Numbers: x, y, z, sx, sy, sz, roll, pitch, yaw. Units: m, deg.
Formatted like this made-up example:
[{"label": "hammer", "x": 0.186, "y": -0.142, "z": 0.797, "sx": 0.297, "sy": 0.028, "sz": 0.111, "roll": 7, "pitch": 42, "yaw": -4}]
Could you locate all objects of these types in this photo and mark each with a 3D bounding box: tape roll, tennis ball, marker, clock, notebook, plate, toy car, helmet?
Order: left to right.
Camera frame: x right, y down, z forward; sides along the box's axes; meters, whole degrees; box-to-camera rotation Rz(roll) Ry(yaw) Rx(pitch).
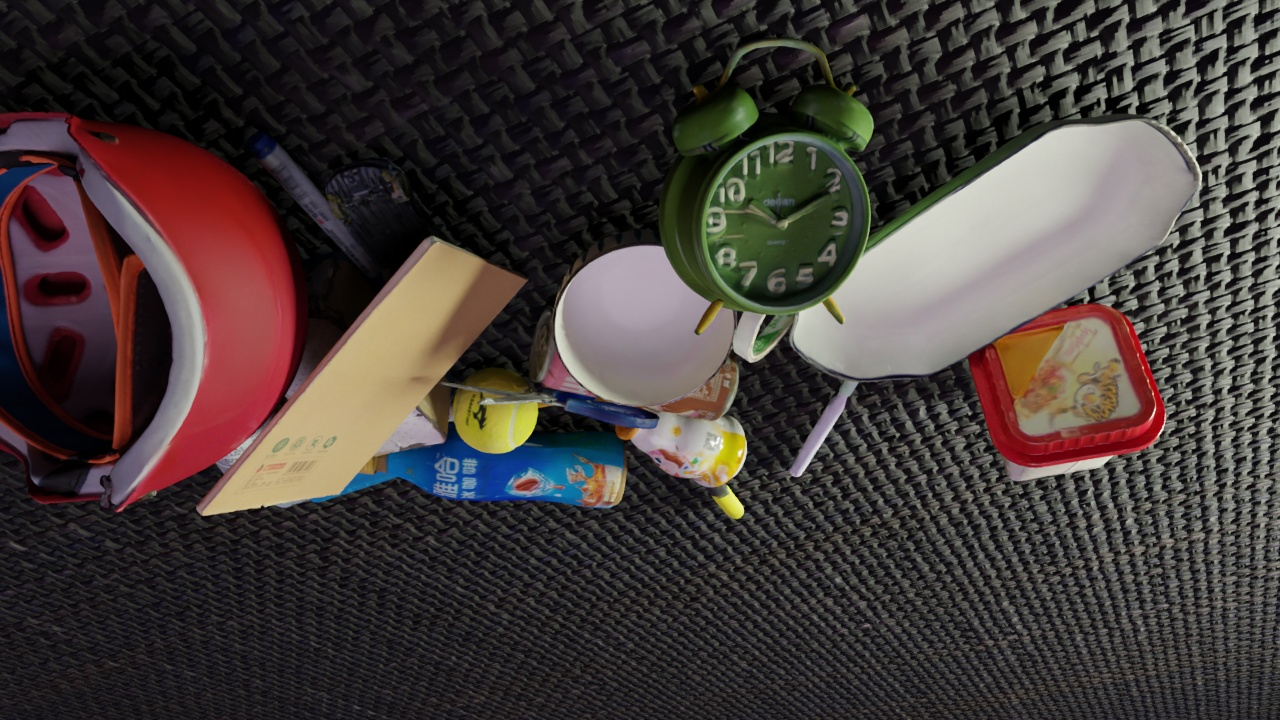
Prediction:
[{"label": "helmet", "x": -0.289, "y": -0.033, "z": 0.521, "sx": 0.240, "sy": 0.143, "sz": 0.207, "roll": 7, "pitch": 106, "yaw": 28}, {"label": "marker", "x": -0.192, "y": -0.086, "z": 0.575, "sx": 0.017, "sy": 0.016, "sz": 0.146, "roll": -15, "pitch": 141, "yaw": 15}, {"label": "notebook", "x": -0.164, "y": 0.014, "z": 0.573, "sx": 0.208, "sy": 0.008, "sz": 0.147, "roll": -48, "pitch": 168, "yaw": 7}, {"label": "toy car", "x": -0.151, "y": -0.083, "z": 0.570, "sx": 0.049, "sy": 0.031, "sz": 0.106, "roll": -12, "pitch": 140, "yaw": 12}, {"label": "tennis ball", "x": -0.111, "y": 0.038, "z": 0.701, "sx": 0.065, "sy": 0.065, "sz": 0.066, "roll": -2, "pitch": 143, "yaw": -2}, {"label": "marker", "x": 0.068, "y": 0.114, "z": 0.857, "sx": 0.018, "sy": 0.015, "sz": 0.124, "roll": -19, "pitch": 137, "yaw": 18}, {"label": "clock", "x": 0.073, "y": -0.097, "z": 0.517, "sx": 0.116, "sy": 0.056, "sz": 0.161, "roll": -5, "pitch": 108, "yaw": -13}, {"label": "tape roll", "x": 0.091, "y": -0.038, "z": 0.612, "sx": 0.014, "sy": 0.085, "sz": 0.086, "roll": 35, "pitch": 146, "yaw": 19}, {"label": "plate", "x": 0.219, "y": -0.070, "z": 0.604, "sx": 0.162, "sy": 0.034, "sz": 0.267, "roll": 23, "pitch": 135, "yaw": -35}]

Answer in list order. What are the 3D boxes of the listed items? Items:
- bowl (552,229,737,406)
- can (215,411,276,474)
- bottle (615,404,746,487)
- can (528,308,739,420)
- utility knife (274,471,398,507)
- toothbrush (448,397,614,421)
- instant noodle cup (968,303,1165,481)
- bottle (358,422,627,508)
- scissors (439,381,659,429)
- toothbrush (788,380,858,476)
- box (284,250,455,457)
[{"label": "bowl", "x": 0.001, "y": -0.035, "z": 0.601, "sx": 0.116, "sy": 0.066, "sz": 0.117, "roll": -1, "pitch": 118, "yaw": -2}, {"label": "can", "x": -0.312, "y": 0.044, "z": 0.701, "sx": 0.058, "sy": 0.058, "sz": 0.147, "roll": -3, "pitch": 142, "yaw": 0}, {"label": "bottle", "x": 0.032, "y": 0.062, "z": 0.747, "sx": 0.108, "sy": 0.063, "sz": 0.063, "roll": 23, "pitch": 135, "yaw": -29}, {"label": "can", "x": -0.004, "y": 0.004, "z": 0.671, "sx": 0.147, "sy": 0.057, "sz": 0.058, "roll": 13, "pitch": 140, "yaw": -19}, {"label": "utility knife", "x": -0.262, "y": 0.104, "z": 0.816, "sx": 0.188, "sy": 0.018, "sz": 0.034, "roll": -20, "pitch": 128, "yaw": 22}, {"label": "toothbrush", "x": -0.103, "y": 0.038, "z": 0.745, "sx": 0.191, "sy": 0.016, "sz": 0.018, "roll": -6, "pitch": 151, "yaw": 3}, {"label": "instant noodle cup", "x": 0.315, "y": 0.034, "z": 0.698, "sx": 0.117, "sy": 0.116, "sz": 0.124, "roll": -12, "pitch": 153, "yaw": 10}, {"label": "bottle", "x": -0.123, "y": 0.084, "z": 0.759, "sx": 0.218, "sy": 0.065, "sz": 0.065, "roll": 6, "pitch": 142, "yaw": -12}, {"label": "scissors", "x": -0.063, "y": 0.027, "z": 0.659, "sx": 0.163, "sy": 0.160, "sz": 0.012, "roll": 15, "pitch": 97, "yaw": -13}, {"label": "toothbrush", "x": 0.163, "y": 0.049, "z": 0.775, "sx": 0.021, "sy": 0.029, "sz": 0.190, "roll": 38, "pitch": 144, "yaw": 13}, {"label": "box", "x": -0.203, "y": 0.006, "z": 0.661, "sx": 0.090, "sy": 0.061, "sz": 0.184, "roll": -11, "pitch": 144, "yaw": 11}]
